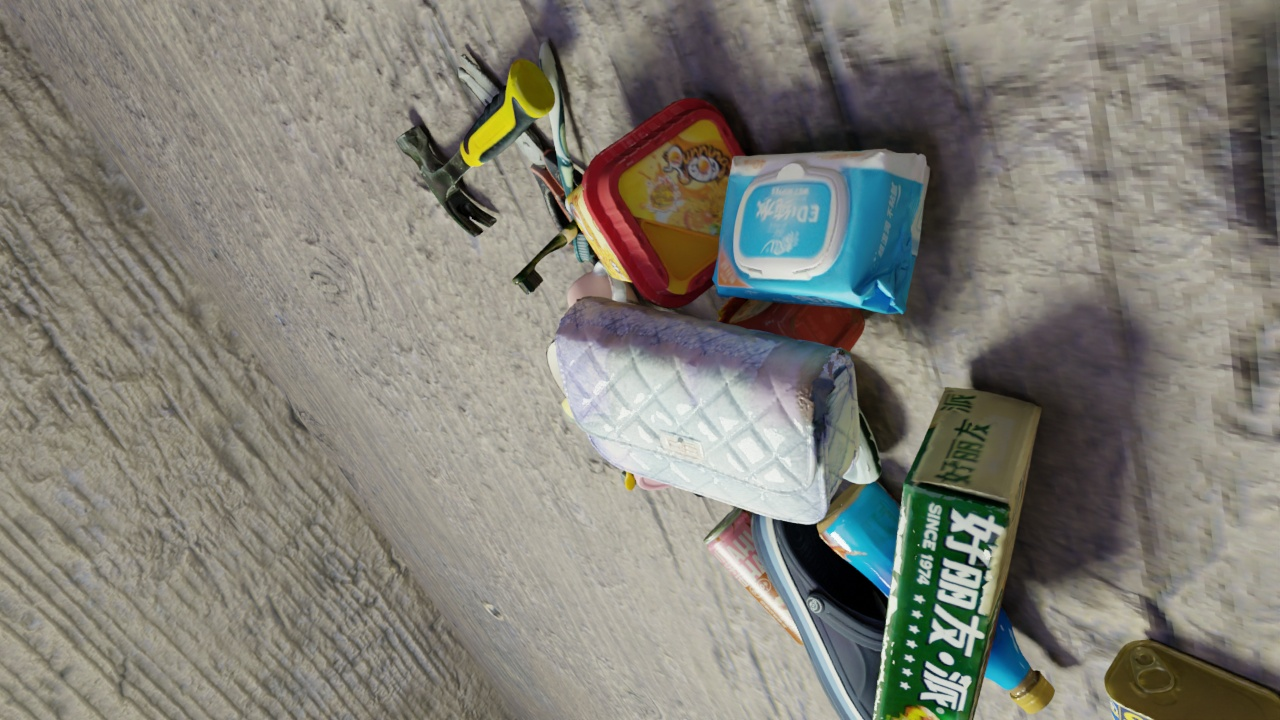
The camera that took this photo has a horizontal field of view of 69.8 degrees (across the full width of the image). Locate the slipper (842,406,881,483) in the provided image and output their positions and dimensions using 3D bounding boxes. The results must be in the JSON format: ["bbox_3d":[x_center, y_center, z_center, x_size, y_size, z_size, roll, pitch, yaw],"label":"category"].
[{"bbox_3d":[0.088,0.043,0.759,0.246,0.074,0.104,17,139,49],"label":"slipper"}]

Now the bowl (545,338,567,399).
[{"bbox_3d":[-0.029,0.009,0.897,0.116,0.066,0.117,35,149,25],"label":"bowl"}]

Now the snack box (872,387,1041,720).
[{"bbox_3d":[0.206,0.147,0.606,0.063,0.114,0.240,13,126,25],"label":"snack box"}]

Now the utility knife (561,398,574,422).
[{"bbox_3d":[-0.055,0.032,1.022,0.031,0.020,0.199,45,155,-1],"label":"utility knife"}]

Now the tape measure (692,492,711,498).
[{"bbox_3d":[0.064,0.105,0.923,0.066,0.033,0.066,53,154,-12],"label":"tape measure"}]

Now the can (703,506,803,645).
[{"bbox_3d":[0.134,0.220,0.938,0.147,0.057,0.058,46,153,6],"label":"can"}]

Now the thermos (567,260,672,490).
[{"bbox_3d":[-0.005,0.005,0.780,0.087,0.067,0.198,109,144,-53],"label":"thermos"}]

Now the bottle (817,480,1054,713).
[{"bbox_3d":[0.238,0.191,0.734,0.218,0.065,0.065,46,153,7],"label":"bottle"}]

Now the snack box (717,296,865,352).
[{"bbox_3d":[0.102,-0.019,0.642,0.082,0.091,0.080,51,147,-9],"label":"snack box"}]

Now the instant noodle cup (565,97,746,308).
[{"bbox_3d":[0.012,-0.108,0.648,0.116,0.116,0.124,57,164,-16],"label":"instant noodle cup"}]

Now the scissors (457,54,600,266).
[{"bbox_3d":[-0.091,-0.171,0.812,0.205,0.015,0.197,32,149,31],"label":"scissors"}]

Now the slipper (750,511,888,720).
[{"bbox_3d":[0.191,0.215,0.795,0.095,0.104,0.253,-32,86,46],"label":"slipper"}]

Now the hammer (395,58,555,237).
[{"bbox_3d":[-0.143,-0.189,0.819,0.126,0.031,0.324,56,158,-12],"label":"hammer"}]

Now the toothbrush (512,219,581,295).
[{"bbox_3d":[-0.052,-0.094,0.692,0.012,0.185,0.017,-34,103,32],"label":"toothbrush"}]

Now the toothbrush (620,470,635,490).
[{"bbox_3d":[-0.022,0.093,1.058,0.018,0.016,0.192,42,154,34],"label":"toothbrush"}]

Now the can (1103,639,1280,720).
[{"bbox_3d":[0.373,0.249,0.619,0.102,0.057,0.083,19,143,46],"label":"can"}]

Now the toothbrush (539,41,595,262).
[{"bbox_3d":[-0.059,-0.164,0.751,0.018,0.016,0.192,13,130,28],"label":"toothbrush"}]

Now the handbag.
[{"bbox_3d":[0.044,0.032,0.607,0.194,0.075,0.134,12,134,30],"label":"handbag"}]

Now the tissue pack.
[{"bbox_3d":[0.103,-0.077,0.547,0.140,0.063,0.090,11,93,51],"label":"tissue pack"}]
